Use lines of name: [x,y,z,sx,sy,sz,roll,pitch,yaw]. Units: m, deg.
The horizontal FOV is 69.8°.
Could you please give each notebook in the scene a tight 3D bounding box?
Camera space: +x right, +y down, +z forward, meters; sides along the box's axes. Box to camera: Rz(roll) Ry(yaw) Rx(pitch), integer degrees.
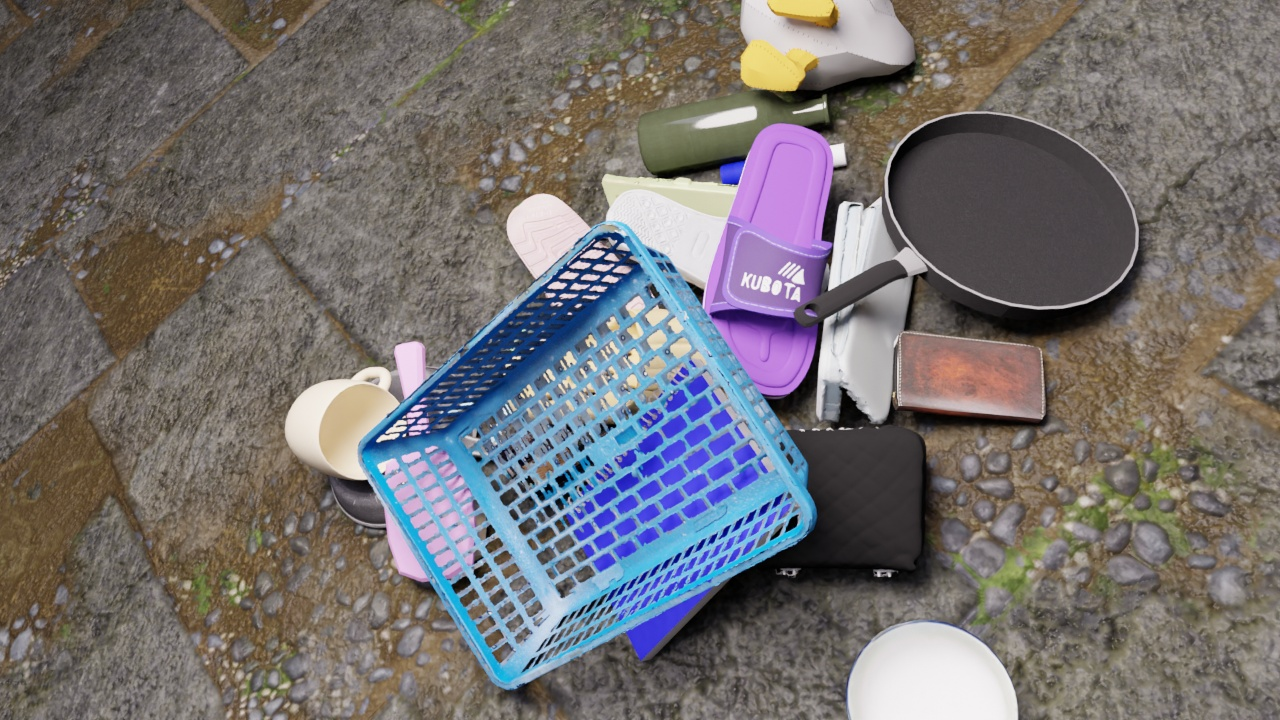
notebook: [0.024,0.125,0.792,0.210,0.022,0.171,-52,52,27]

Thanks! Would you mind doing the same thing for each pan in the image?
pan: [0.273,-0.104,0.804,0.355,0.034,0.225,-28,65,-19]
pan: [-0.184,0.089,0.949,0.358,0.055,0.187,1,63,27]

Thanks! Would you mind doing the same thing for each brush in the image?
brush: [-0.206,0.096,0.894,0.089,0.043,0.228,-9,85,11]

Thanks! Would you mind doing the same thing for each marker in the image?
marker: [0.154,-0.211,0.992,0.133,0.023,0.027,-7,38,18]

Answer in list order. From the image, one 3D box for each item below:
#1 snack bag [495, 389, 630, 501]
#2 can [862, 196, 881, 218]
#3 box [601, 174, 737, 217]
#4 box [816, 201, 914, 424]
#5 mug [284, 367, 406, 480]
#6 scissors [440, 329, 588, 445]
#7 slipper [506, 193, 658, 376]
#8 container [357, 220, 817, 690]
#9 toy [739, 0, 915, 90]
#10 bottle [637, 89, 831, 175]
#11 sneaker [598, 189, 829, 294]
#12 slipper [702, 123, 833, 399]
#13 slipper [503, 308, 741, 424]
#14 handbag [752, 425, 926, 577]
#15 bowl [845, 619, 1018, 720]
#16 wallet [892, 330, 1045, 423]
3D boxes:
snack bag: [-0.063,0.072,0.893,0.155,0.018,0.074,-30,51,-20]
can: [0.256,-0.155,0.913,0.095,0.032,0.032,-40,55,-3]
box: [0.065,-0.174,0.982,0.188,0.092,0.083,12,50,24]
box: [0.182,-0.047,0.833,0.083,0.122,0.214,-14,42,42]
mug: [-0.298,0.058,0.928,0.100,0.096,0.120,2,58,45]
scissors: [-0.119,0.025,0.947,0.160,0.025,0.171,8,50,9]
slipper: [-0.056,-0.078,0.977,0.094,0.064,0.239,-35,68,-4]
container: [-0.049,0.085,0.741,0.363,0.089,0.257,-37,83,33]
toy: [0.186,-0.379,1.004,0.247,0.141,0.266,26,35,4]
bottle: [0.103,-0.256,1.008,0.207,0.071,0.071,-7,60,18]
sneaker: [0.069,-0.103,0.923,0.235,0.087,0.089,19,77,0]
slipper: [0.125,-0.105,0.832,0.107,0.084,0.266,13,74,-2]
slipper: [-0.005,0.005,0.868,0.261,0.079,0.111,-8,77,3]
handbag: [0.164,0.119,0.779,0.154,0.114,0.125,-3,84,17]
bowl: [0.215,0.258,0.677,0.118,0.062,0.118,-10,58,17]
wallet: [0.281,0.015,0.789,0.123,0.019,0.072,6,67,4]
